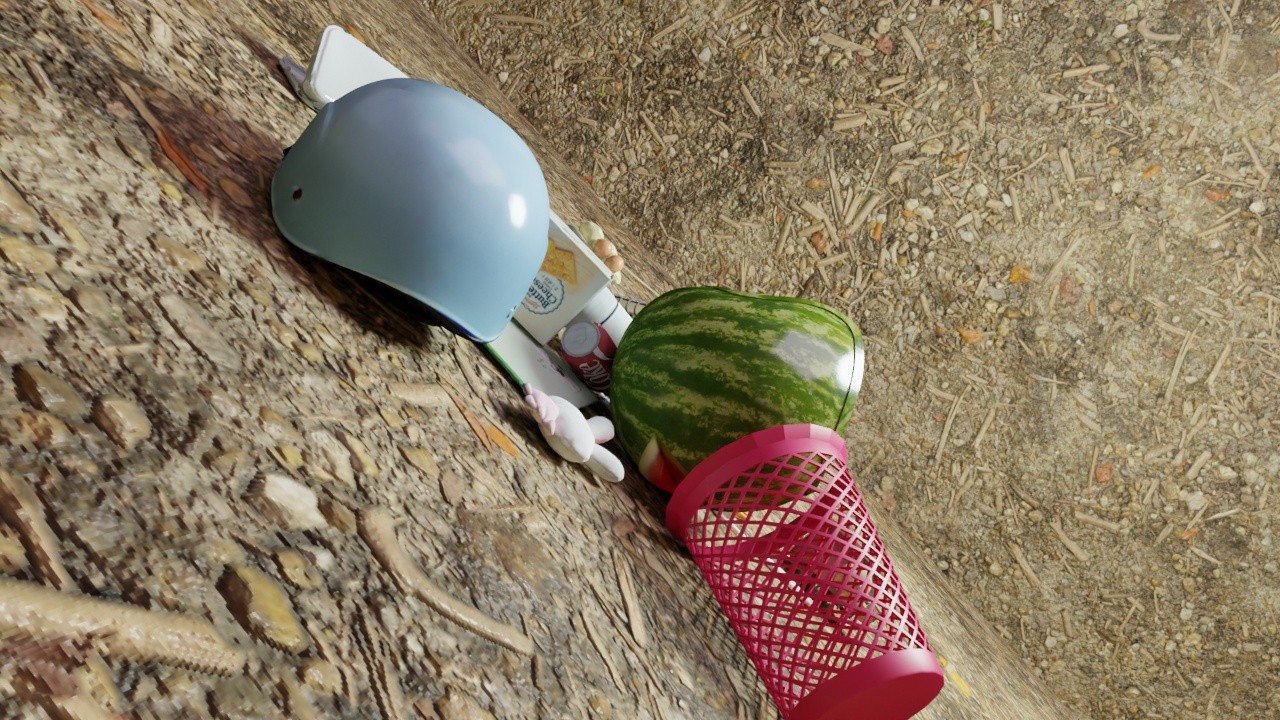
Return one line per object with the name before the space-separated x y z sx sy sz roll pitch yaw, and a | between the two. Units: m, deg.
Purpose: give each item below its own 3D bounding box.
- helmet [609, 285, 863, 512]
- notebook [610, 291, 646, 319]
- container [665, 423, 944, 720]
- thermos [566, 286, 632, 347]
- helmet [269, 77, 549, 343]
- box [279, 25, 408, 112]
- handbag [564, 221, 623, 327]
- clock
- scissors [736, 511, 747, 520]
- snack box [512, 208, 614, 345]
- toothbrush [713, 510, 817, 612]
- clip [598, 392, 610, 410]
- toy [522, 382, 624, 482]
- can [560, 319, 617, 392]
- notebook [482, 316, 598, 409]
helmet | 0.086 0.039 0.959 0.247 0.214 0.242 20 52 7
notebook | 0.029 -0.028 1.277 0.226 0.024 0.167 20 -23 46
container | 0.146 0.199 0.791 0.183 0.183 0.225 36 22 -46
thermos | -0.007 0.006 1.103 0.230 0.068 0.068 50 8 -21
helmet | -0.172 -0.138 0.762 0.225 0.167 0.265 32 8 -28
box | -0.331 -0.287 1.080 0.216 0.110 0.107 32 61 -50
handbag | -0.082 -0.114 1.174 0.112 0.123 0.171 60 7 -16
clock | 0.253 0.276 1.153 0.117 0.081 0.159 54 -5 -33
scissors | 0.094 0.157 1.166 0.125 0.011 0.129 44 8 -26
snack box | -0.137 -0.127 0.977 0.208 0.104 0.057 45 7 -9
toothbrush | 0.153 0.235 1.090 0.181 0.018 0.015 46 10 -7
clip | -0.023 0.054 1.058 0.101 0.038 0.054 -39 110 -81
toy | -0.063 0.060 0.799 0.125 0.037 0.076 35 21 -43
can | -0.051 -0.005 1.009 0.054 0.054 0.096 52 -3 28
notebook | -0.149 -0.043 0.926 0.252 0.010 0.181 48 10 5
